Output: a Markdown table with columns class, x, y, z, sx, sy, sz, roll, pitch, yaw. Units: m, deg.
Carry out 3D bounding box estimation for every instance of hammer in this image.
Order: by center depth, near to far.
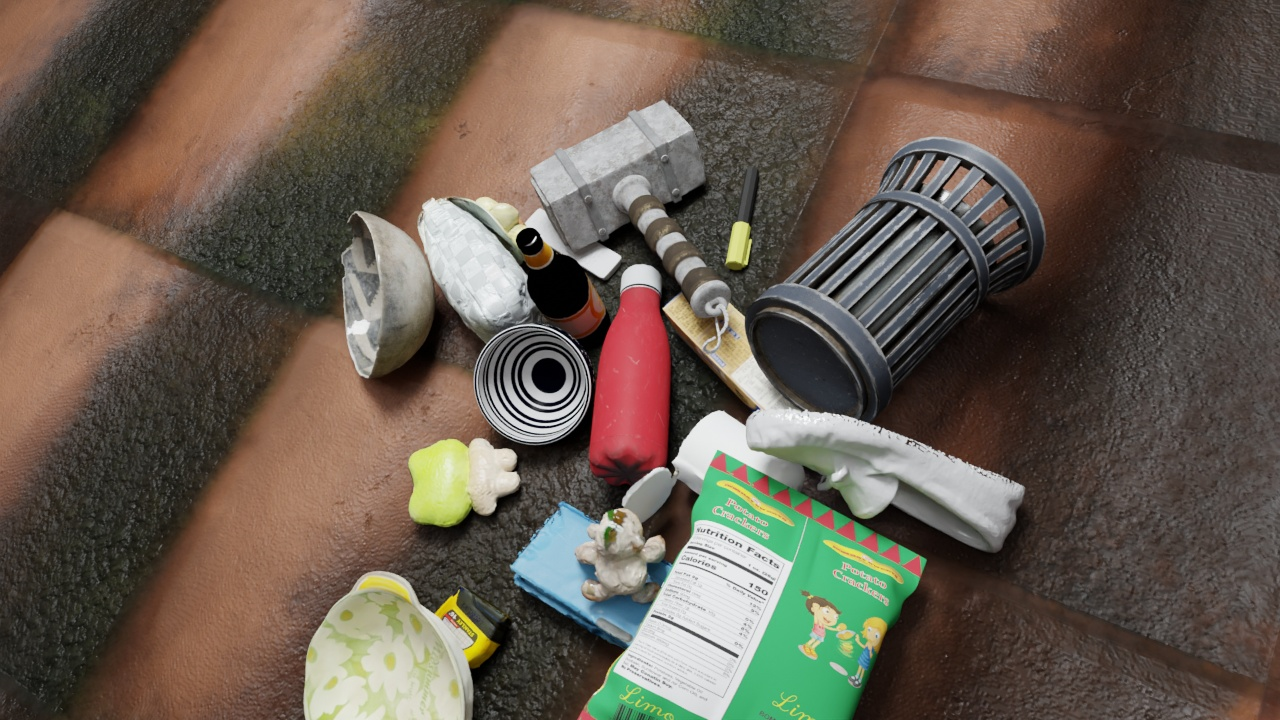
| class | x | y | z | sx | sy | sz | roll | pitch | yaw |
| --- | --- | --- | --- | --- | --- | --- | --- | --- | --- |
| hammer | 0.021 | -0.129 | 0.922 | 0.177 | 0.079 | 0.326 | -28 | 48 | -3 |

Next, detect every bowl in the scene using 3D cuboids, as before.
| class | x | y | z | sx | sy | sz | roll | pitch | yaw |
| --- | --- | --- | --- | --- | --- | --- | --- | --- | --- |
| bowl | -0.214 | 0.295 | 0.817 | 0.189 | 0.060 | 0.219 | 1 | 88 | 30 |
| bowl | -0.101 | 0.020 | 0.929 | 0.120 | 0.066 | 0.120 | 2 | 99 | 11 |
| bowl | -0.266 | -0.070 | 0.991 | 0.081 | 0.179 | 0.178 | -4 | 57 | -27 |

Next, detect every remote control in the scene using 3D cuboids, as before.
| class | x | y | z | sx | sy | sz | roll | pitch | yaw |
| --- | --- | --- | --- | --- | --- | --- | --- | --- | --- |
| remote control | -0.078 | -0.131 | 1.032 | 0.131 | 0.012 | 0.033 | 33 | 75 | 27 |

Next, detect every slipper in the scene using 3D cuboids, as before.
| class | x | y | z | sx | sy | sz | roll | pitch | yaw |
| --- | --- | --- | --- | --- | --- | --- | --- | --- | --- |
| slipper | 0.201 | 0.097 | 0.767 | 0.246 | 0.112 | 0.074 | 22 | 64 | -9 |

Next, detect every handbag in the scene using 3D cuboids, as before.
| class | x | y | z | sx | sy | sz | roll | pitch | yaw |
| --- | --- | --- | --- | --- | --- | --- | --- | --- | --- |
| handbag | -0.153 | -0.096 | 0.983 | 0.123 | 0.113 | 0.171 | -32 | 60 | -9 |

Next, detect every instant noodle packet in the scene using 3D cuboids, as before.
| class | x | y | z | sx | sy | sz | roll | pitch | yaw |
| --- | --- | --- | --- | --- | --- | --- | --- | --- | --- |
| instant noodle packet | 0.094 | 0.221 | 0.725 | 0.195 | 0.090 | 0.252 | 28 | 67 | 6 |

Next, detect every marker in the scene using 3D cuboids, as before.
| class | x | y | z | sx | sy | sz | roll | pitch | yaw |
| --- | --- | --- | --- | --- | --- | --- | --- | --- | --- |
| marker | 0.113 | -0.154 | 0.986 | 0.021 | 0.018 | 0.123 | 18 | 66 | -12 |

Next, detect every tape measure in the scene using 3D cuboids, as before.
| class | x | y | z | sx | sy | sz | roll | pitch | yaw |
| --- | --- | --- | --- | --- | --- | --- | --- | --- | --- |
| tape measure | -0.161 | 0.253 | 0.858 | 0.066 | 0.037 | 0.064 | 25 | 74 | 27 |

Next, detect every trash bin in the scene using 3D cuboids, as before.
| class | x | y | z | sx | sy | sz | roll | pitch | yaw |
| --- | --- | --- | --- | --- | --- | --- | --- | --- | --- |
| trash bin | 0.214 | -0.062 | 0.801 | 0.164 | 0.164 | 0.227 | 37 | 66 | 27 |

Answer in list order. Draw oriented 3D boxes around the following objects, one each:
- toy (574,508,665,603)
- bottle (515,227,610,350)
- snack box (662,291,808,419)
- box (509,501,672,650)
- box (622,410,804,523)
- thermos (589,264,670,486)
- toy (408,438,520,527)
| class | x | y | z | sx | sy | sz | roll | pitch | yaw |
| --- | --- | --- | --- | --- | --- | --- | --- | --- | --- |
| toy | -0.023 | 0.161 | 0.782 | 0.085 | 0.106 | 0.074 | 3 | 53 | 9 |
| bottle | -0.081 | -0.073 | 0.908 | 0.059 | 0.182 | 0.059 | -6 | 63 | 13 |
| snack box | 0.109 | 0.008 | 0.888 | 0.056 | 0.057 | 0.206 | -40 | 62 | -5 |
| box | -0.005 | 0.214 | 0.823 | 0.232 | 0.052 | 0.093 | 26 | 73 | 25 |
| box | 0.065 | 0.123 | 0.823 | 0.106 | 0.080 | 0.150 | 37 | 67 | 28 |
| thermos | -0.005 | 0.005 | 0.912 | 0.073 | 0.073 | 0.239 | -5 | 56 | 13 |
| toy | -0.178 | 0.120 | 0.923 | 0.115 | 0.046 | 0.092 | -10 | 64 | 3 |
